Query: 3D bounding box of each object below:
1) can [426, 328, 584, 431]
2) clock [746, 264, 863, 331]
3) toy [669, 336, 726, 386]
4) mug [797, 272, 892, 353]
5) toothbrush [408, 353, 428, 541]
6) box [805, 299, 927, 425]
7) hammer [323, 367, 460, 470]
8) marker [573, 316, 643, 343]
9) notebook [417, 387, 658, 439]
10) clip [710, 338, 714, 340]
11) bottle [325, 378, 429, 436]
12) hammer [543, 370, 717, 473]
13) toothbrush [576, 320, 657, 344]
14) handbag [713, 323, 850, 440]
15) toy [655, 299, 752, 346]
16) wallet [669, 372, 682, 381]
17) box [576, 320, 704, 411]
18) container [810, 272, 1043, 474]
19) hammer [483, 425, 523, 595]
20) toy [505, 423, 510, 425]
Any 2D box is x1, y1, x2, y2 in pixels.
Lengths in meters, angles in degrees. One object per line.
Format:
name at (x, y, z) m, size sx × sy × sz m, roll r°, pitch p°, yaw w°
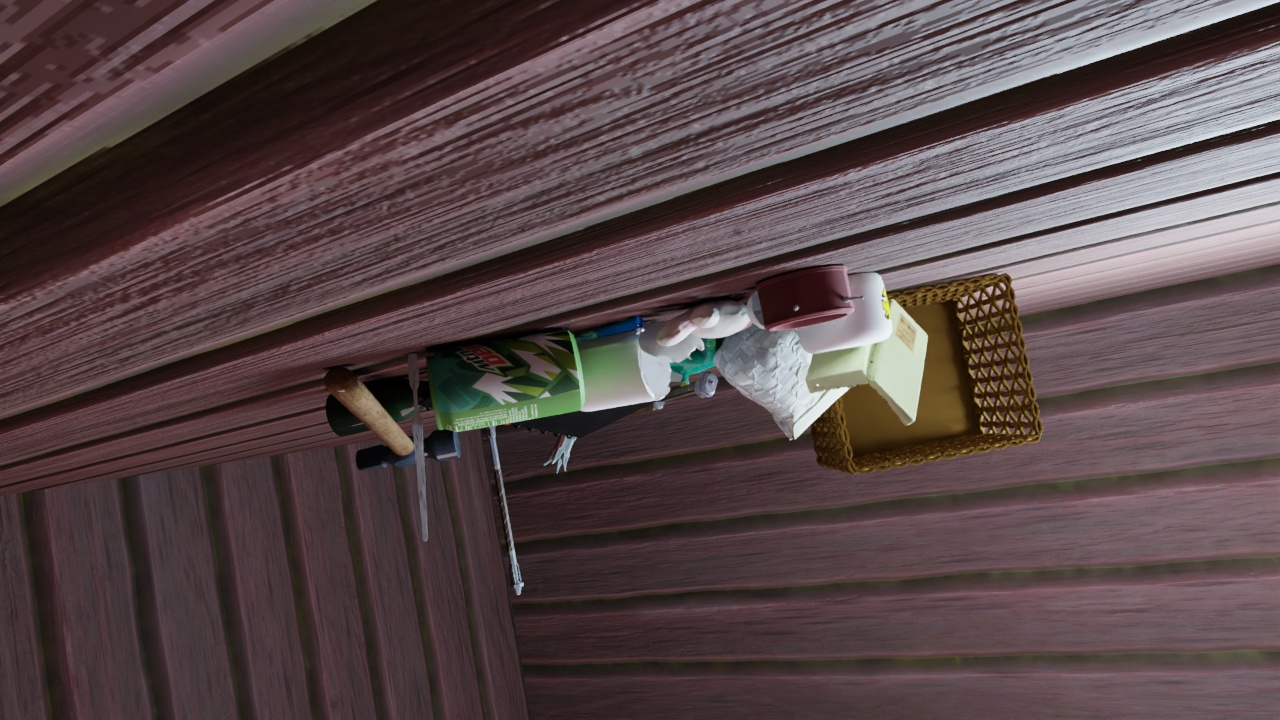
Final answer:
can at (-0.132, 0.020, 0.901) m, size 0.144 × 0.083 × 0.083 m, roll -10°, pitch 176°, yaw -10°
clock at (0.148, -0.055, 0.845) m, size 0.087 × 0.044 × 0.125 m, roll -10°, pitch 175°, yaw -11°
toy at (0.092, -0.005, 1.200) m, size 0.193 × 0.072 × 0.131 m, roll -11°, pitch 168°, yaw -8°
mug at (0.209, -0.047, 0.950) m, size 0.094 × 0.068 × 0.115 m, roll -11°, pitch 176°, yaw 15°
toothbrush at (-0.215, 0.084, 0.889) m, size 0.010 × 0.181 × 0.010 m, roll -4°, pitch 178°, yaw -14°
box at (0.258, -0.015, 1.021) m, size 0.133 × 0.061 × 0.187 m, roll 22°, pitch -143°, yaw 9°
hammer at (-0.295, 0.070, 1.034) m, size 0.129 × 0.040 × 0.322 m, roll -10°, pitch 161°, yaw -4°
marker at (-0.054, -0.026, 0.966) m, size 0.142 × 0.013 × 0.013 m, roll -13°, pitch 175°, yaw 39°
notebook at (-0.122, 0.045, 1.078) m, size 0.231 × 0.019 × 0.170 m, roll 15°, pitch 151°, yaw -36°
clip at (0.094, -0.040, 1.032) m, size 0.051 × 0.045 × 0.014 m, roll 3°, pitch 179°, yaw 17°
bottle at (-0.289, 0.046, 1.110) m, size 0.174 × 0.055 × 0.055 m, roll -14°, pitch 176°, yaw 6°
hammer at (-0.009, 0.054, 1.164) m, size 0.028 × 0.146 × 0.318 m, roll 34°, pitch 150°, yaw -26°
toothbrush at (-0.059, -0.016, 1.032) m, size 0.186 × 0.022 × 0.024 m, roll -14°, pitch 157°, yaw 28°
handbag at (0.162, 0.002, 1.104) m, size 0.112 × 0.123 × 0.171 m, roll -45°, pitch 127°, yaw 10°
toy at (0.073, -0.040, 0.912) m, size 0.076 × 0.037 × 0.125 m, roll -18°, pitch 175°, yaw 38°
wallet at (0.009, 0.005, 1.328) m, size 0.131 × 0.054 × 0.100 m, roll -7°, pitch 167°, yaw -14°
box at (-0.005, 0.002, 0.961) m, size 0.160 × 0.092 × 0.081 m, roll -8°, pitch -165°, yaw 25°
container at (0.365, 0.023, 1.263) m, size 0.251 × 0.219 × 0.214 m, roll -10°, pitch 176°, yaw 0°
hammer at (-0.210, 0.187, 1.366) m, size 0.044 × 0.322 × 0.099 m, roll -8°, pitch 176°, yaw -33°
toy at (-0.103, 0.031, 1.194) m, size 0.163 × 0.093 × 0.173 m, roll -10°, pitch 165°, yaw -45°
